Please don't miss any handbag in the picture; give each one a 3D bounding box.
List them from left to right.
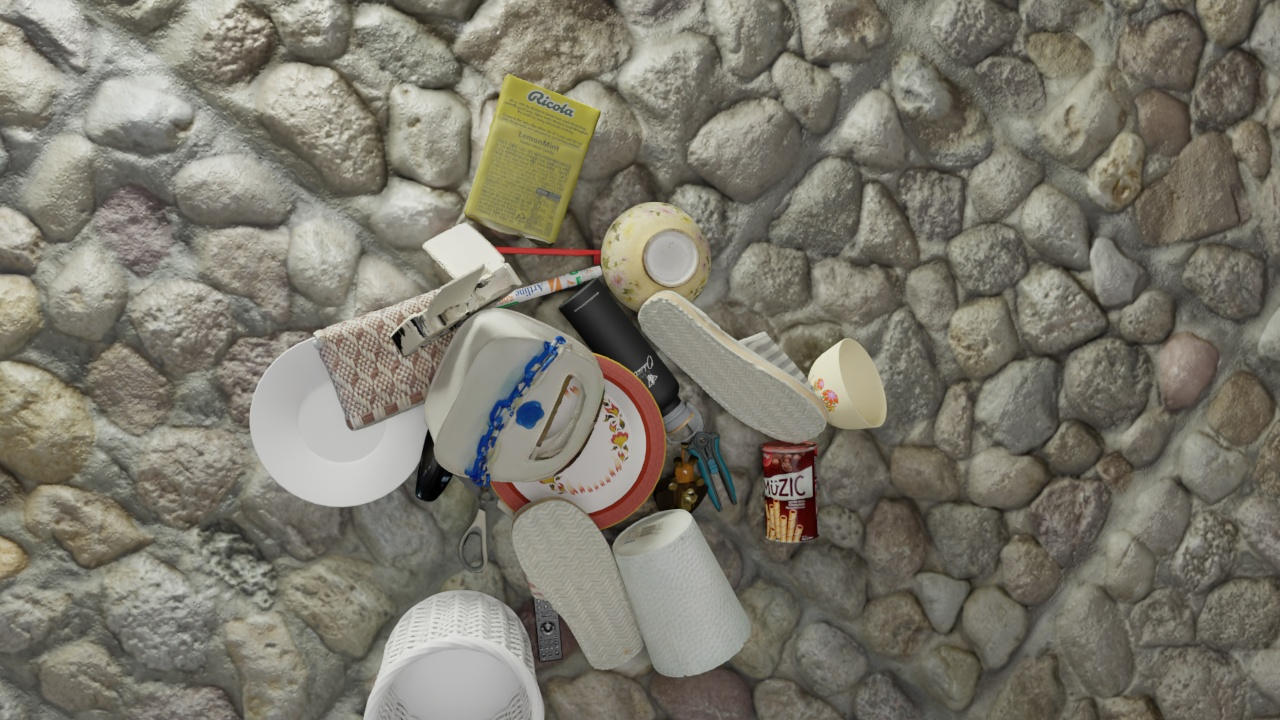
[{"bbox_3d":[-0.279,-0.005,1.086,0.185,0.047,0.124,-23,96,-27],"label":"handbag"},{"bbox_3d":[-0.131,0.055,1.043,0.199,0.093,0.201,16,109,-31],"label":"handbag"}]

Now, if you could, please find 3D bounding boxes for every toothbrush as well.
[{"bbox_3d":[-0.130,-0.130,1.137,0.212,0.012,0.018,1,93,-10],"label":"toothbrush"}]

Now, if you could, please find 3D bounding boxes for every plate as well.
[{"bbox_3d":[-0.359,0.072,1.107,0.208,0.015,0.208,-1,93,-10],"label":"plate"},{"bbox_3d":[-0.083,0.101,1.131,0.230,0.021,0.230,0,99,2],"label":"plate"}]

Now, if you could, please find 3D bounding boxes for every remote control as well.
[{"bbox_3d":[-0.120,0.313,1.165,0.030,0.009,0.140,-6,94,-9],"label":"remote control"}]

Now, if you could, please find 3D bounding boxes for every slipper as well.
[{"bbox_3d":[-0.079,0.275,1.138,0.115,0.052,0.263,-28,114,-5],"label":"slipper"},{"bbox_3d":[0.116,0.005,1.137,0.272,0.115,0.053,35,45,-7],"label":"slipper"}]

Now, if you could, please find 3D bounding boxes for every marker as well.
[{"bbox_3d":[-0.118,-0.090,1.138,0.145,0.017,0.017,-18,96,-8],"label":"marker"}]

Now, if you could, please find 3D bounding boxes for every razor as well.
[{"bbox_3d":[-0.229,0.106,1.105,0.064,0.053,0.140,23,95,30],"label":"razor"}]

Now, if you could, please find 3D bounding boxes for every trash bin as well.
[{"bbox_3d":[0.044,0.278,1.120,0.133,0.133,0.161,-25,103,-8],"label":"trash bin"}]

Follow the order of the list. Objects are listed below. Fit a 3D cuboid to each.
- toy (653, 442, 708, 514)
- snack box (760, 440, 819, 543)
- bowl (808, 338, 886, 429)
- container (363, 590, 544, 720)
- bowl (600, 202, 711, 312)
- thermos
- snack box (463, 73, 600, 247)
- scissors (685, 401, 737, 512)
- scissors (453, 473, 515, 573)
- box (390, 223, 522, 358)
[{"bbox_3d":[0.053,0.153,1.156,0.076,0.062,0.100,-4,113,-27],"label":"toy"},{"bbox_3d":[0.193,0.167,1.179,0.072,0.072,0.121,-3,94,-10],"label":"snack box"},{"bbox_3d":[0.253,0.039,1.175,0.074,0.117,0.118,-24,99,35],"label":"bowl"},{"bbox_3d":[-0.212,0.382,1.063,0.189,0.187,0.189,-1,93,-10],"label":"container"},{"bbox_3d":[0.029,-0.125,1.131,0.145,0.063,0.145,-1,95,-16],"label":"bowl"},{"bbox_3d":[-0.007,0.006,1.140,0.061,0.061,0.231,-39,99,-6],"label":"thermos"},{"bbox_3d":[-0.134,-0.238,1.115,0.121,0.045,0.181,18,93,-12],"label":"snack box"},{"bbox_3d":[0.082,0.128,1.184,0.136,0.019,0.139,29,89,-11],"label":"scissors"},{"bbox_3d":[-0.184,0.188,1.145,0.157,0.012,0.171,18,89,-10],"label":"scissors"},{"bbox_3d":[-0.207,-0.095,1.006,0.143,0.184,0.099,-36,96,-33],"label":"box"}]
